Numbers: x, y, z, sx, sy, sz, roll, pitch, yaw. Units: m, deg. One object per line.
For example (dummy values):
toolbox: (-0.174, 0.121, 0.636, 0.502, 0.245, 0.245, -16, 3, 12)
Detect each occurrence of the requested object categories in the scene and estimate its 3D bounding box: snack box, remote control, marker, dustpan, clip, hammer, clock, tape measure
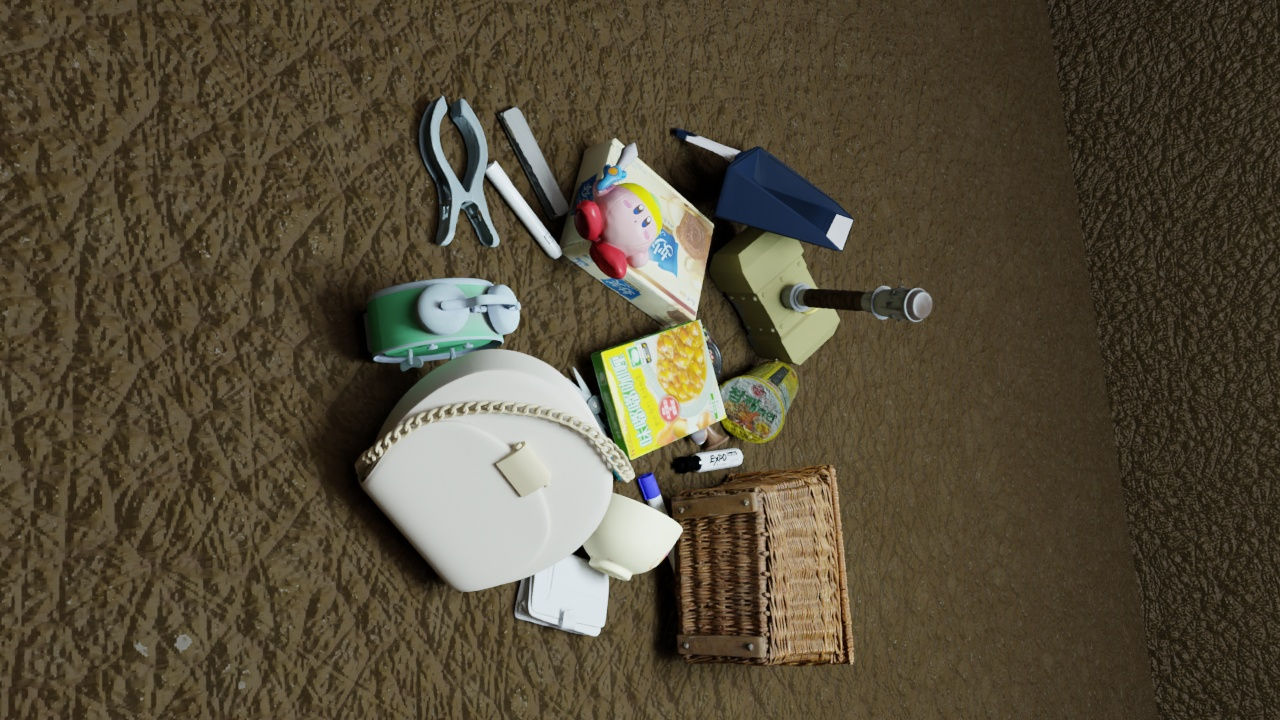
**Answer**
snack box: (0.002, -0.156, 1.161, 0.207, 0.055, 0.153, 33, 58, -38)
remote control: (-0.124, -0.230, 1.072, 0.033, 0.013, 0.136, -43, 111, -45)
marker: (0.090, 0.133, 1.213, 0.125, 0.025, 0.025, -1, 82, -48)
dustpan: (0.167, -0.249, 1.274, 0.235, 0.273, 0.080, -49, 154, -65)
clip: (-0.206, -0.198, 0.966, 0.107, 0.028, 0.163, -11, 89, -47)
hammer: (0.248, -0.081, 1.202, 0.100, 0.325, 0.190, -40, 113, -19)
marker: (0.029, 0.207, 1.136, 0.020, 0.020, 0.141, -30, 103, -47)
clock: (-0.179, -0.035, 0.854, 0.121, 0.162, 0.075, -3, 82, -47)
snack box: (0.026, 0.033, 1.117, 0.167, 0.027, 0.132, -20, 98, -39)
tape measure: (0.077, -0.001, 1.220, 0.071, 0.042, 0.072, 57, 41, -23)
marker: (-0.132, -0.170, 1.046, 0.133, 0.017, 0.020, 52, 46, -26)

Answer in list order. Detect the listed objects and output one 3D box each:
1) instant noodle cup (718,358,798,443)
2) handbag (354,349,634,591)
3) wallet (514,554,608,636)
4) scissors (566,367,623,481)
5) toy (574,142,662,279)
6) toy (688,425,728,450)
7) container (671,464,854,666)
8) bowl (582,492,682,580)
instant noodle cup: (0.169, 0.048, 1.277, 0.108, 0.102, 0.102, -37, 108, -55)
handbag: (-0.137, 0.099, 0.867, 0.208, 0.103, 0.211, -34, 113, 0)
wallet: (-0.080, 0.249, 0.996, 0.116, 0.032, 0.086, 25, 61, -42)
scissors: (-0.041, 0.078, 1.088, 0.149, 0.019, 0.122, 19, 71, -39)
toy: (-0.019, -0.171, 1.058, 0.131, 0.097, 0.124, -38, 103, -24)
toy: (0.071, 0.076, 1.196, 0.102, 0.042, 0.054, 58, 23, -10)
container: (0.141, 0.258, 1.125, 0.183, 0.163, 0.249, 9, 74, -53)
bowl: (-0.021, 0.201, 1.017, 0.118, 0.118, 0.074, 38, 66, -36)
